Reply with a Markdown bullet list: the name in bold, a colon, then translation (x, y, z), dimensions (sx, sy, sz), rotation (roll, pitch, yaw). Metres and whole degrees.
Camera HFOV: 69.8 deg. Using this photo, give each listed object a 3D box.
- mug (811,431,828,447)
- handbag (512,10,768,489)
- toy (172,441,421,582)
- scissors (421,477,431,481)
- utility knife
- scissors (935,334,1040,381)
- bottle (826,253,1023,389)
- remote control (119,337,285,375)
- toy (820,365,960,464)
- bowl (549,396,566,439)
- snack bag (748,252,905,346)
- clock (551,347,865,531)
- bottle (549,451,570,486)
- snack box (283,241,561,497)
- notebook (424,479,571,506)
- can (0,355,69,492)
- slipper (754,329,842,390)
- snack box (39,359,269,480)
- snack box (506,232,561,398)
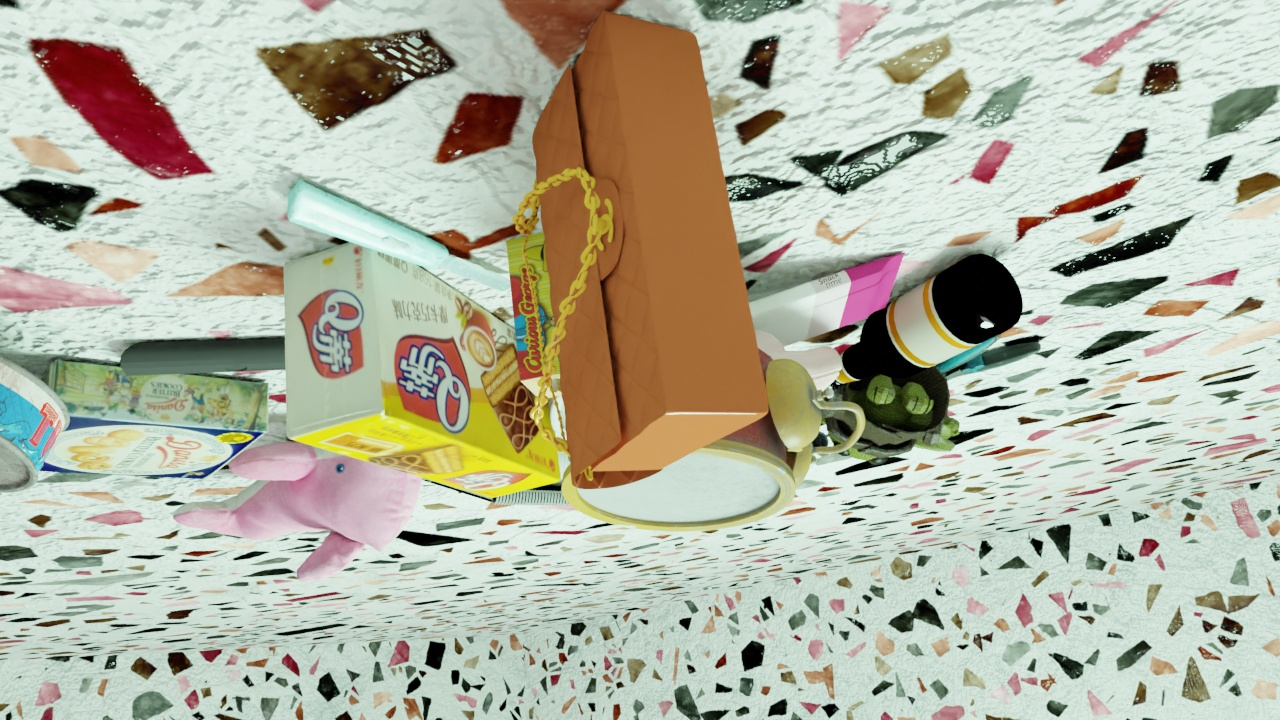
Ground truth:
- **mug**: translation (0.115, 0.097, 0.954), dimensions (0.123, 0.083, 0.104), rotation (-2, 164, -26)
- **handbag**: translation (-0.015, -0.042, 0.392), dimensions (0.060, 0.171, 0.109), rotation (2, 158, -28)
- **toy**: translation (-0.284, 0.132, 0.822), dimensions (0.266, 0.127, 0.186), rotation (-22, 162, 29)
- **scissors**: translation (-0.215, 0.116, 0.912), dimensions (0.141, 0.014, 0.175), rotation (-37, -174, -20)
- **utility knife**: translation (-0.129, -0.065, 0.520), dimensions (0.022, 0.015, 0.165), rotation (-50, 147, 14)
- **scissors**: translation (0.300, 0.001, 0.863), dimensions (0.155, 0.019, 0.124), rotation (-14, 159, 11)
- **bottle**: translation (0.205, -0.017, 0.713), dimensions (0.059, 0.059, 0.182), rotation (3, 157, -30)
- **remote control**: translation (-0.273, -0.002, 0.629), dimensions (0.146, 0.015, 0.033), rotation (-2, 159, -16)
- **toy**: translation (0.225, 0.051, 0.865), dimensions (0.179, 0.078, 0.153), rotation (15, 158, 3)
- **bowl**: translation (-0.004, 0.004, 0.688), dimensions (0.149, 0.043, 0.150), rotation (-20, 150, -12)
- **snack bag**: translation (0.091, -0.026, 0.650), dimensions (0.196, 0.016, 0.070), rotation (-19, 150, -7)
- **clock**: translation (0.036, 0.032, 0.480), dimensions (0.159, 0.081, 0.117), rotation (-1, 151, 4)
- **bottle**: translation (-0.101, 0.104, 0.947), dimensions (0.044, 0.044, 0.136), rotation (-17, 158, 24)
- **snack box**: translation (-0.132, 0.018, 0.601), dimensions (0.062, 0.110, 0.230), rotation (-15, 159, 16)
- **notebook**: translation (-0.111, 0.142, 1.012), dimensions (0.206, 0.016, 0.149), rotation (9, 177, -40)
- **can**: translation (-0.424, 0.031, 0.554), dimensions (0.130, 0.044, 0.130), rotation (6, 146, 4)
- **slipper**: translation (0.065, 0.018, 0.629), dimensions (0.221, 0.055, 0.107), rotation (-7, 149, -48)
- **snack box**: translation (-0.377, 0.050, 0.691), dimensions (0.144, 0.042, 0.145), rotation (11, 153, -41)
- **snack box**: translation (-0.008, -0.035, 0.536), dimensions (0.126, 0.088, 0.040), rotation (-11, 160, 8)
